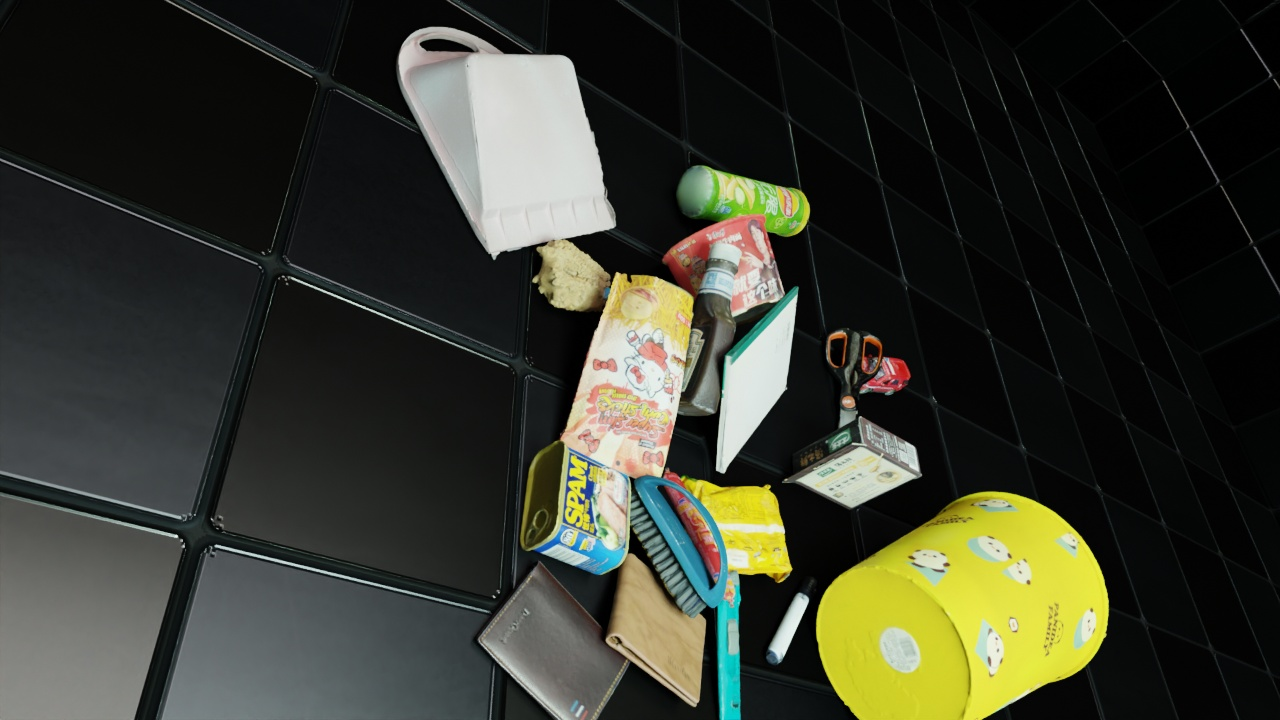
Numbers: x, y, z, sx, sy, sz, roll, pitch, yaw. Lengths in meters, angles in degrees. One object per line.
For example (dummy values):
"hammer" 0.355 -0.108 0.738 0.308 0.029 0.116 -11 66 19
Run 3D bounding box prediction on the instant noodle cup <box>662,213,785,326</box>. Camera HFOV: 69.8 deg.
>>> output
"instant noodle cup" 0.110 -0.102 1.124 0.137 0.138 0.108 -12 78 -48

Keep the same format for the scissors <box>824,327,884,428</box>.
"scissors" 0.300 0.050 1.250 0.125 0.022 0.234 -5 55 -4

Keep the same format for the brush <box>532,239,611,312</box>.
"brush" -0.017 -0.057 1.040 0.254 0.046 0.083 29 41 -33

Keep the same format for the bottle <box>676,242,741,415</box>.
"bottle" 0.075 -0.036 1.025 0.044 0.080 0.194 21 75 -27

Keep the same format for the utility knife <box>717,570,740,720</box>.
"utility knife" 0.087 0.287 0.882 0.029 0.013 0.171 13 66 -29

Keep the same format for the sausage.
"sausage" 0.058 0.173 0.910 0.020 0.020 0.155 1 52 -44

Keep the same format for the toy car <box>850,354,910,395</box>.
"toy car" 0.347 0.018 1.335 0.120 0.045 0.053 0 61 -42

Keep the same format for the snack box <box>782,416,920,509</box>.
"snack box" 0.252 0.125 1.105 0.125 0.114 0.053 29 44 -28

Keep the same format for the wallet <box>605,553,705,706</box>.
"wallet" 0.017 0.247 0.845 0.115 0.020 0.101 42 28 -18

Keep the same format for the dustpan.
"dustpan" -0.163 -0.258 1.061 0.222 0.139 0.273 -18 104 -51

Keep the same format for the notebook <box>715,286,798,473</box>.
"notebook" 0.139 0.017 1.070 0.012 0.151 0.208 16 32 23

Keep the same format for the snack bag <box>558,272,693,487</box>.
"snack bag" -0.006 0.018 0.952 0.128 0.073 0.207 28 63 -29

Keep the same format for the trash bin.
"trash bin" 0.343 0.282 1.008 0.254 0.230 0.229 -8 68 -41

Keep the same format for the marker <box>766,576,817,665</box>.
"marker" 0.164 0.278 0.983 0.022 0.018 0.130 57 38 -10

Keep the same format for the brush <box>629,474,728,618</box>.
"brush" 0.038 0.169 0.875 0.143 0.073 0.055 58 10 22

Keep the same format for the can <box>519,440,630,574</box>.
"can" -0.057 0.136 0.838 0.083 0.057 0.101 29 45 -30

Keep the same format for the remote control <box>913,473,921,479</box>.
"remote control" 0.337 0.135 1.253 0.124 0.024 0.049 10 56 -39

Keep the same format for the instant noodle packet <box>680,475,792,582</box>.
"instant noodle packet" 0.098 0.179 0.969 0.128 0.044 0.110 12 56 -36

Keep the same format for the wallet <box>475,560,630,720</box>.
"wallet" -0.071 0.244 0.775 0.122 0.020 0.096 47 40 -5

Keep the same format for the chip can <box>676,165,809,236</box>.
"chip can" 0.145 -0.222 1.288 0.220 0.073 0.072 2 61 -44
